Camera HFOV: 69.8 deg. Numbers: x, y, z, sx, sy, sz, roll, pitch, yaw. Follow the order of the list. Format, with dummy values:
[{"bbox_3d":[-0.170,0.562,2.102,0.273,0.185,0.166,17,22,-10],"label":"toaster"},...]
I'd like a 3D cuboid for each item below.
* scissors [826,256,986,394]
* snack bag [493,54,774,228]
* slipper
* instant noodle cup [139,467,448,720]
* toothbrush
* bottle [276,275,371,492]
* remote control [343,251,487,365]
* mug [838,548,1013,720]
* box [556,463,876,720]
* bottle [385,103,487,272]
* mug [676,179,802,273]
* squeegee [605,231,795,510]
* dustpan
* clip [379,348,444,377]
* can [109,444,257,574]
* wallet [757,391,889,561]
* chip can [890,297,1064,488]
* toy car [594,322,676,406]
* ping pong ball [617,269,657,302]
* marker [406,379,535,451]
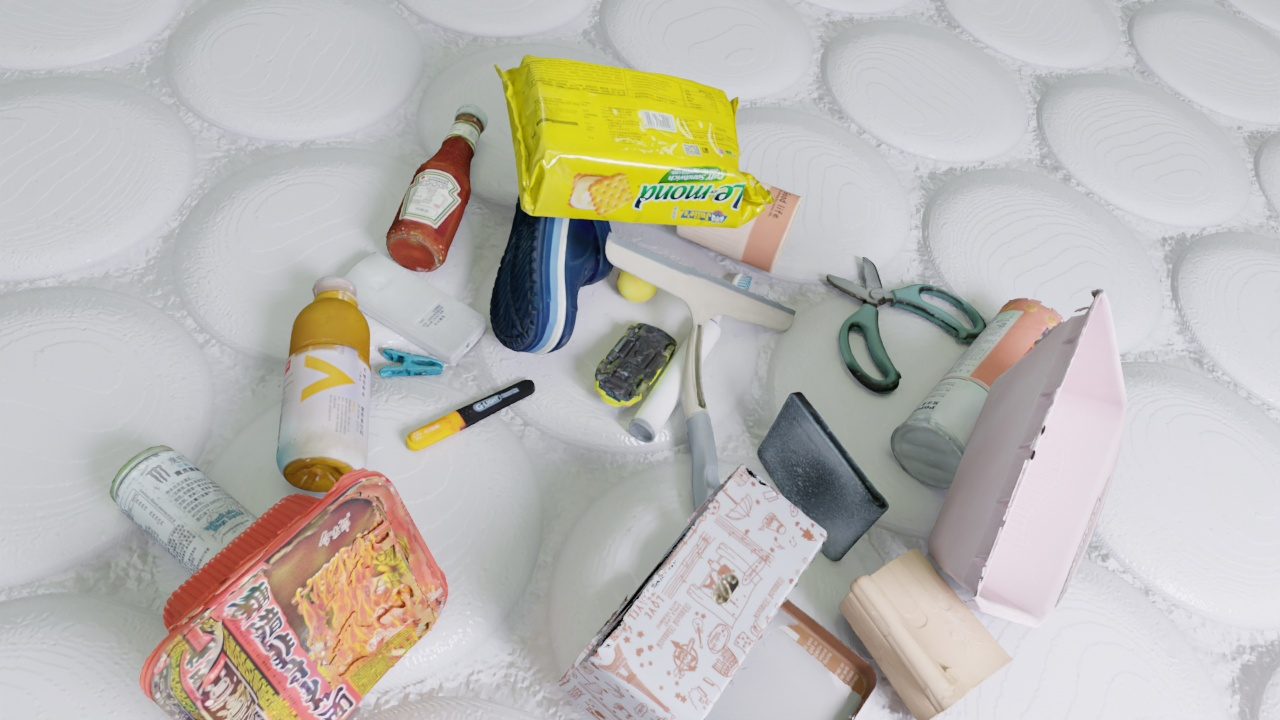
[{"bbox_3d":[0.256,-0.029,0.912,0.170,0.019,0.178,23,56,4],"label":"scissors"},{"bbox_3d":[-0.006,-0.202,0.841,0.246,0.068,0.157,1,56,-20],"label":"snack bag"},{"bbox_3d":[-0.075,-0.105,0.862,0.095,0.105,0.252,18,54,-22],"label":"slipper"},{"bbox_3d":[-0.228,0.169,0.613,0.079,0.165,0.188,21,50,34],"label":"instant noodle cup"},{"bbox_3d":[0.052,-0.011,0.857,0.026,0.027,0.220,16,51,25],"label":"toothbrush"},{"bbox_3d":[-0.258,0.013,0.758,0.068,0.068,0.189,-1,55,-11],"label":"bottle"},{"bbox_3d":[-0.209,-0.049,0.840,0.135,0.019,0.056,30,56,11],"label":"remote control"},{"bbox_3d":[0.204,0.205,0.681,0.084,0.124,0.103,-43,62,13],"label":"mug"},{"bbox_3d":[0.073,0.216,0.632,0.193,0.157,0.182,39,60,8],"label":"box"},{"bbox_3d":[-0.194,-0.178,0.909,0.060,0.060,0.205,13,54,-1],"label":"bottle"},{"bbox_3d":[0.103,-0.150,0.938,0.106,0.082,0.114,22,28,7],"label":"mug"},{"bbox_3d":[0.055,0.042,0.797,0.246,0.039,0.246,17,64,-41],"label":"squeegee"},{"bbox_3d":[0.321,0.095,0.681,0.139,0.273,0.222,24,86,9],"label":"dustpan"},{"bbox_3d":[-0.201,0.004,0.809,0.057,0.015,0.049,7,52,-6],"label":"clip"},{"bbox_3d":[-0.317,0.126,0.674,0.147,0.058,0.058,34,56,14],"label":"can"},{"bbox_3d":[0.146,0.095,0.756,0.019,0.097,0.121,-20,61,-28],"label":"wallet"},{"bbox_3d":[0.318,0.024,0.853,0.071,0.071,0.214,39,57,17],"label":"chip can"},{"bbox_3d":[-0.005,0.005,0.833,0.048,0.032,0.105,27,44,9],"label":"toy car"},{"bbox_3d":[-0.003,-0.076,0.883,0.040,0.040,0.040,5,55,-7],"label":"ping pong ball"},{"bbox_3d":[-0.144,0.045,0.789,0.123,0.015,0.018,-26,68,-27],"label":"marker"}]
